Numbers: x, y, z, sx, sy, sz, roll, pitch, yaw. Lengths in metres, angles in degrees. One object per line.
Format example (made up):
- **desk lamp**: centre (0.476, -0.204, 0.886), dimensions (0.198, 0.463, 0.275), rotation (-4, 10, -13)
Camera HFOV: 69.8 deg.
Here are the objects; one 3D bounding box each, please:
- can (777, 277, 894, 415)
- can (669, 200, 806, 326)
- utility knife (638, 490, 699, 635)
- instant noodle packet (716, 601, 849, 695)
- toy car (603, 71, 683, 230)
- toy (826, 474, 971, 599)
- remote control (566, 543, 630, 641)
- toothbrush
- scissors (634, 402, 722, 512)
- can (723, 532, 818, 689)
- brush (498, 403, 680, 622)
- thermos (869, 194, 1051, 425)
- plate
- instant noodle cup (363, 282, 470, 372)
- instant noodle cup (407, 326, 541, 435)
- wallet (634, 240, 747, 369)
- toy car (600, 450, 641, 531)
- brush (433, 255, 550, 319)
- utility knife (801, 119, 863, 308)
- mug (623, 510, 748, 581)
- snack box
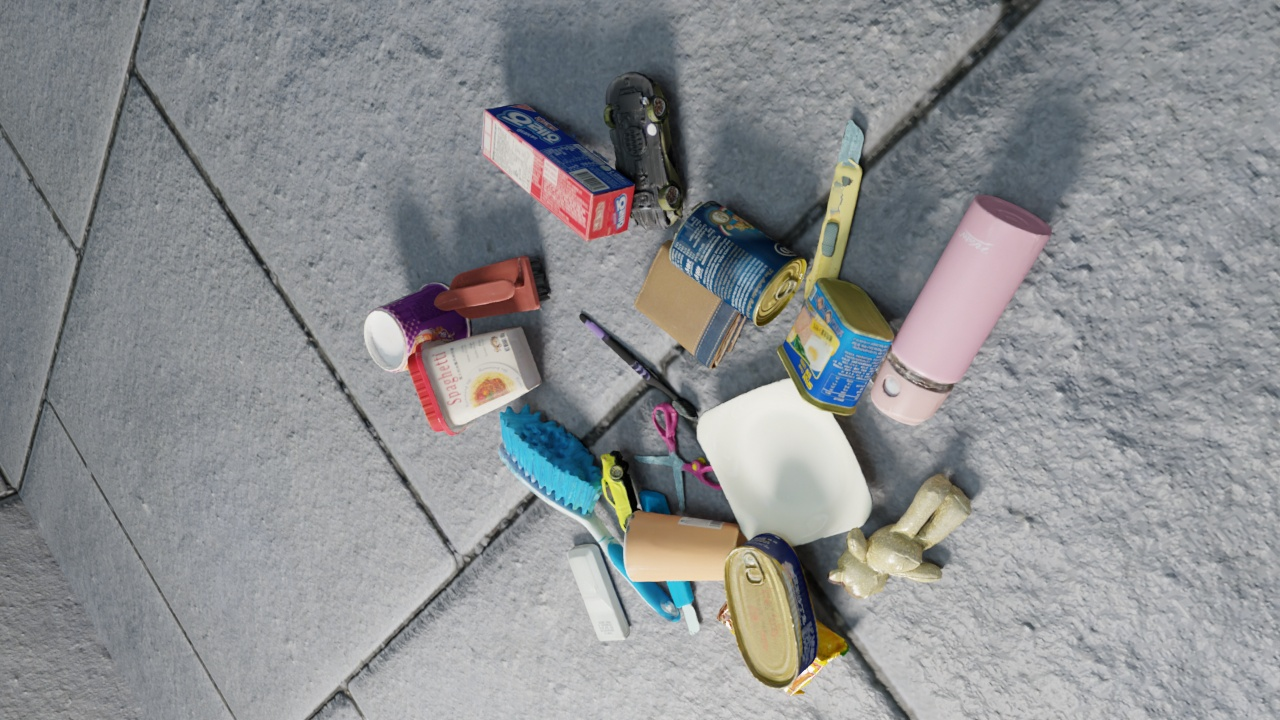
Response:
- **can**: centre (0.174, -0.015, 0.822), dimensions (0.102, 0.057, 0.083), rotation (-106, 34, -53)
- **can**: centre (0.090, -0.093, 0.872), dimensions (0.111, 0.075, 0.075), rotation (38, 125, 23)
- **utility knife**: centre (0.037, 0.237, 1.065), dimensions (0.034, 0.018, 0.182), rotation (-12, 99, 37)
- **instant noodle packet**: centre (0.149, 0.291, 0.982), dimensions (0.128, 0.044, 0.111), rotation (45, 131, 17)
- **toy car**: centre (0.005, -0.208, 0.919), dimensions (0.070, 0.042, 0.158), rotation (6, 114, 40)
- **toy**: centre (0.242, 0.167, 0.860), dimensions (0.105, 0.066, 0.158), rotation (23, 125, -19)
- **remote control**: centre (-0.055, 0.292, 1.153), dimensions (0.049, 0.024, 0.125), rotation (-19, 94, 41)
- **toothbrush**: centre (-0.006, 0.006, 1.022), dimensions (0.189, 0.016, 0.014), rotation (41, 121, 21)
- **scissors**: centre (0.042, 0.110, 1.021), dimensions (0.134, 0.017, 0.134), rotation (2, 110, 41)
- **can**: centre (0.132, 0.250, 0.924), dimensions (0.075, 0.049, 0.148), rotation (-12, 93, 39)
- **brush**: centre (-0.059, 0.181, 1.104), dimensions (0.314, 0.060, 0.110), rotation (37, 130, 20)
- **thermos**: centre (0.255, -0.042, 0.772), dimensions (0.087, 0.067, 0.199), rotation (53, 134, 39)
- **plate**: centre (0.147, 0.103, 0.922), dimensions (0.164, 0.034, 0.164), rotation (-26, 88, 41)
- **instant noodle cup**: centre (-0.290, -0.036, 1.174), dimensions (0.112, 0.099, 0.112), rotation (14, 115, 33)
- **instant noodle cup**: centre (-0.194, 0.016, 1.099), dimensions (0.124, 0.116, 0.116), rotation (-18, 94, 9)
- **wallet**: centre (0.053, -0.057, 0.944), dimensions (0.115, 0.033, 0.090), rotation (39, 123, 23)
- **toy car**: centre (-0.023, 0.156, 1.056), dimensions (0.032, 0.048, 0.105), rotation (-18, 89, 8)
- **brush**: centre (-0.182, -0.082, 1.092), dimensions (0.146, 0.069, 0.063), rotation (-7, 100, 39)
- **utility knife**: centre (0.178, -0.125, 0.836), dimensions (0.031, 0.019, 0.184), rotation (21, 113, 25)
- **mug**: centre (0.052, 0.204, 0.997), dimensions (0.123, 0.078, 0.078), rotation (-2, 105, 21)
- **snack box**: centre (-0.091, -0.202, 0.958), dimensions (0.207, 0.057, 0.058), rotation (42, 138, 34)
